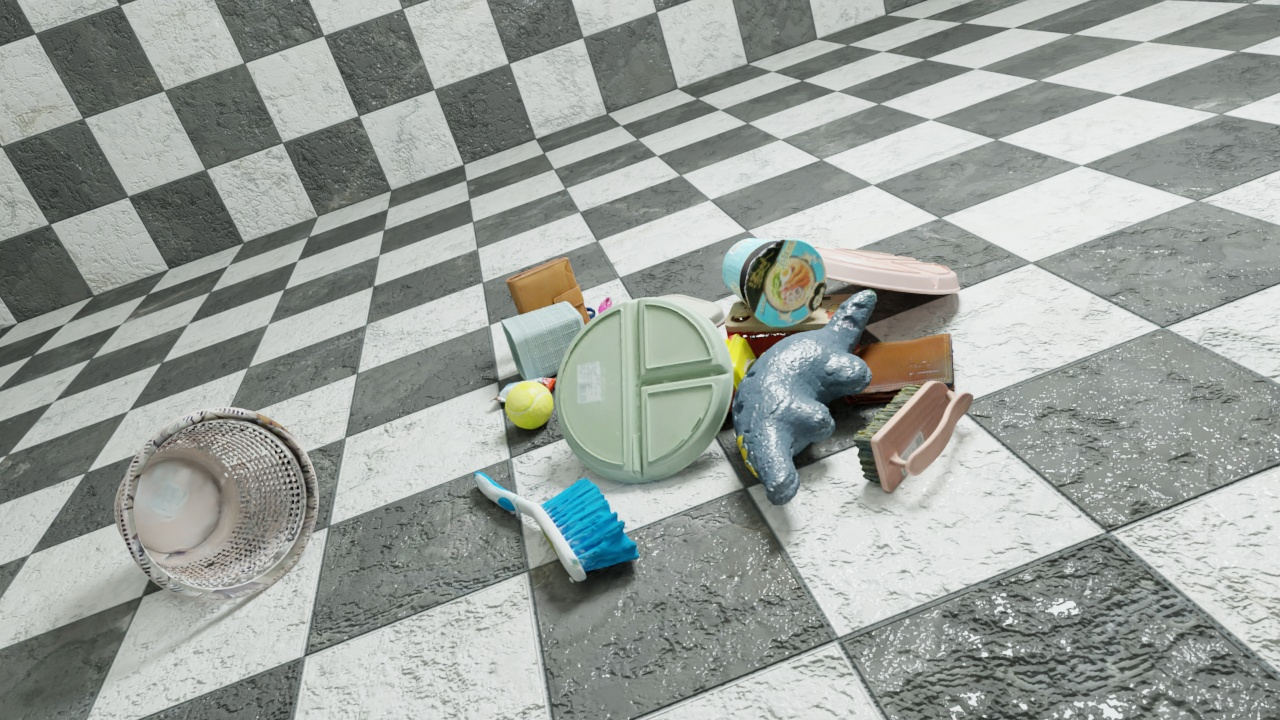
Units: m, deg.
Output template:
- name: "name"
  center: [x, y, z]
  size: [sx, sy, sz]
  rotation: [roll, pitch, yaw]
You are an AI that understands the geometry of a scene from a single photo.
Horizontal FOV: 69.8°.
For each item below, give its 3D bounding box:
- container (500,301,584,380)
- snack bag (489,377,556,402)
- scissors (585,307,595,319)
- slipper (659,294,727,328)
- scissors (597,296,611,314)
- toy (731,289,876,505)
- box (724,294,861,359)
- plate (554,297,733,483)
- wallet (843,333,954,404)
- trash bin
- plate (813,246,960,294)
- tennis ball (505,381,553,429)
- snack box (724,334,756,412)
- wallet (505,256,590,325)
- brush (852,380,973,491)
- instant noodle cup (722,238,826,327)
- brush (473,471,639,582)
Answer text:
- name: "container"
  center: [-0.141, -0.031, 1.399]
  size: [0.111, 0.090, 0.090]
  rotation: [-22, 26, -12]
- name: "snack bag"
  center: [-0.167, 0.043, 1.341]
  size: [0.104, 0.026, 0.048]
  rotation: [-10, 15, 17]
- name: "scissors"
  center: [-0.151, -0.071, 1.572]
  size: [0.176, 0.012, 0.161]
  rotation: [-2, 31, 33]
- name: "slipper"
  center: [0.041, -0.053, 1.353]
  size: [0.114, 0.054, 0.275]
  rotation: [-25, 16, -22]
- name: "scissors"
  center: [-0.067, -0.036, 1.423]
  size: [0.094, 0.017, 0.137]
  rotation: [-49, 28, 39]
- name: "toy"
  center: [0.176, 0.035, 1.034]
  size: [0.138, 0.091, 0.355]
  rotation: [-11, 31, 42]
- name: "box"
  center: [0.201, -0.032, 1.201]
  size: [0.168, 0.077, 0.091]
  rotation: [-2, 29, 19]
- name: "plate"
  center: [-0.002, 0.029, 1.086]
  size: [0.231, 0.027, 0.230]
  rotation: [-8, 70, 21]
- name: "wallet"
  center: [0.305, 0.012, 1.078]
  size: [0.125, 0.032, 0.101]
  rotation: [-9, 30, 22]
- name: "trash bin"
  center: [-0.550, 0.179, 1.145]
  size: [0.193, 0.227, 0.226]
  rotation: [-10, 24, 45]
- name: "plate"
  center: [0.313, -0.125, 1.233]
  size: [0.229, 0.028, 0.229]
  rotation: [7, 14, -2]
- name: "tennis ball"
  center: [-0.151, 0.061, 1.249]
  size: [0.065, 0.065, 0.065]
  rotation: [-15, 26, 7]
- name: "snack box"
  center: [0.100, 0.021, 1.145]
  size: [0.080, 0.082, 0.091]
  rotation: [-18, 25, 26]
- name: "wallet"
  center: [-0.143, -0.088, 1.462]
  size: [0.107, 0.132, 0.031]
  rotation: [-23, 24, -13]
- name: "brush"
  center: [0.284, 0.070, 0.941]
  size: [0.073, 0.063, 0.145]
  rotation: [5, 32, 47]
- name: "instant noodle cup"
  center: [0.162, -0.108, 1.175]
  size: [0.111, 0.111, 0.120]
  rotation: [-24, 20, -10]
- name: "brush"
  center: [-0.107, 0.164, 1.036]
  size: [0.109, 0.060, 0.314]
  rotation: [-29, 24, -13]
